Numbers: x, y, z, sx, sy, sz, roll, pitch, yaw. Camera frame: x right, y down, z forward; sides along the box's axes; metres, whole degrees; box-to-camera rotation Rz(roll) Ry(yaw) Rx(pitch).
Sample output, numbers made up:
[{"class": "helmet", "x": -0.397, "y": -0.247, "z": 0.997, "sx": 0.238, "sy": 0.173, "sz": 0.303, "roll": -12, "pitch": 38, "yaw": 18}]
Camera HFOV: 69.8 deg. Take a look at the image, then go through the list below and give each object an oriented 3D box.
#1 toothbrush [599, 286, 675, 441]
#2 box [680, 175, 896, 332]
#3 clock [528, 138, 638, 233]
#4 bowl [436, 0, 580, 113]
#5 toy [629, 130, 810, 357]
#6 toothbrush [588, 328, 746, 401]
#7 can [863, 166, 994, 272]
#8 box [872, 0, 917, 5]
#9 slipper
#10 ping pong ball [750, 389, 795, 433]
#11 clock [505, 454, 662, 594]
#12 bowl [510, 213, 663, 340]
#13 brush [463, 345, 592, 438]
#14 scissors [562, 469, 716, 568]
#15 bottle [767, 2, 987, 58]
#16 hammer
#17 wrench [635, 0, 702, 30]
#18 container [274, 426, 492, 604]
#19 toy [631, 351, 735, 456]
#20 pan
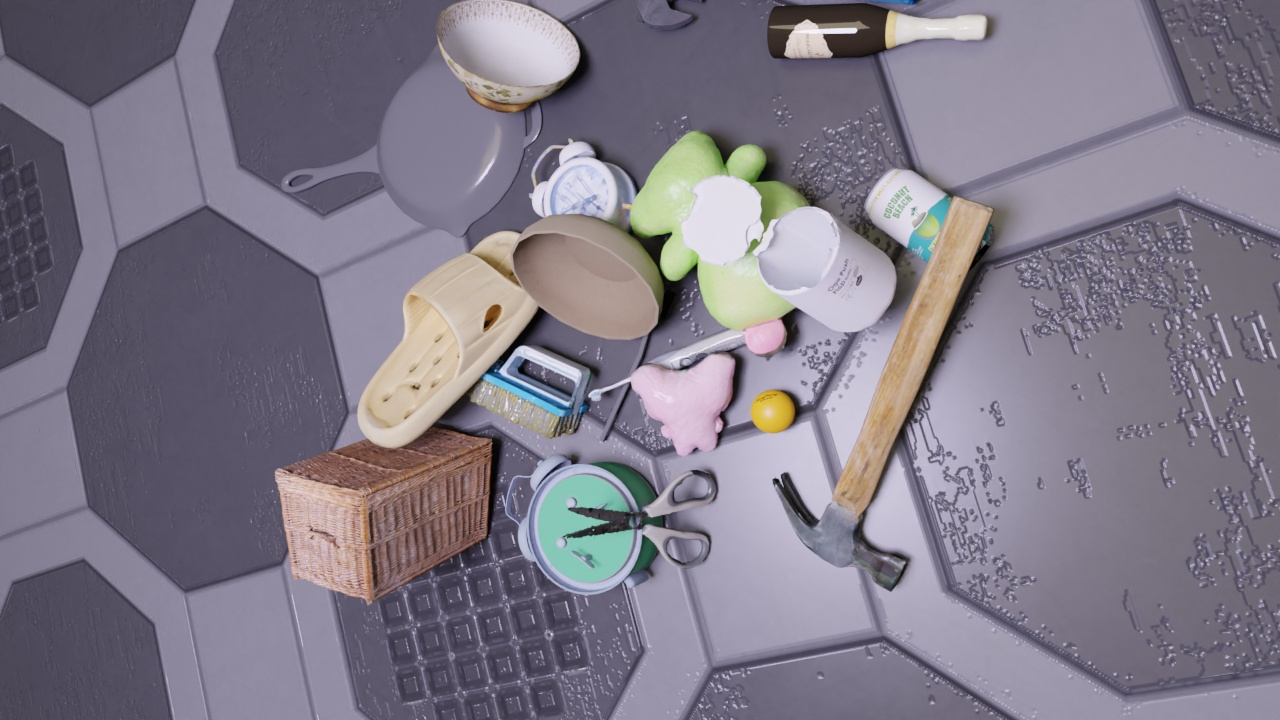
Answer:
[{"class": "toothbrush", "x": -0.005, "y": 0.005, "z": 0.907, "sx": 0.013, "sy": 0.012, "sz": 0.167, "roll": 27, "pitch": 99, "yaw": 14}, {"class": "box", "x": 0.119, "y": -0.086, "z": 0.742, "sx": 0.136, "sy": 0.146, "sz": 0.084, "roll": 37, "pitch": 99, "yaw": 44}, {"class": "clock", "x": -0.060, "y": -0.165, "z": 0.915, "sx": 0.125, "sy": 0.052, "sz": 0.089, "roll": 43, "pitch": 106, "yaw": 22}, {"class": "bowl", "x": -0.136, "y": -0.298, "z": 0.927, "sx": 0.145, "sy": 0.144, "sz": 0.063, "roll": 45, "pitch": 143, "yaw": 18}, {"class": "toy", "x": 0.081, "y": -0.119, "z": 0.825, "sx": 0.197, "sy": 0.107, "sz": 0.150, "roll": 39, "pitch": 90, "yaw": 24}, {"class": "toothbrush", "x": 0.031, "y": 0.001, "z": 0.880, "sx": 0.186, "sy": 0.022, "sz": 0.024, "roll": -21, "pitch": 51, "yaw": 17}, {"class": "can", "x": 0.244, "y": -0.117, "z": 0.778, "sx": 0.101, "sy": 0.054, "sz": 0.055, "roll": 41, "pitch": 104, "yaw": 19}, {"class": "box", "x": 0.134, "y": -0.385, "z": 0.795, "sx": 0.232, "sy": 0.112, "sz": 0.094, "roll": 17, "pitch": 86, "yaw": 21}, {"class": "slipper", "x": -0.193, "y": -0.030, "z": 0.910, "sx": 0.111, "sy": 0.079, "sz": 0.261, "roll": 32, "pitch": 79, "yaw": 26}, {"class": "ping pong ball", "x": 0.120, "y": 0.046, "z": 0.835, "sx": 0.040, "sy": 0.040, "sz": 0.040, "roll": -1, "pitch": 88, "yaw": 23}, {"class": "clock", "x": -0.063, "y": 0.155, "z": 0.894, "sx": 0.162, "sy": 0.075, "sz": 0.122, "roll": 16, "pitch": 95, "yaw": 24}, {"class": "bowl", "x": -0.044, "y": -0.087, "z": 0.868, "sx": 0.152, "sy": 0.152, "sz": 0.050, "roll": 12, "pitch": 58, "yaw": 23}, {"class": "brush", "x": -0.119, "y": 0.021, "z": 0.932, "sx": 0.136, "sy": 0.055, "sz": 0.075, "roll": 23, "pitch": 102, "yaw": 23}, {"class": "scissors", "x": 0.008, "y": 0.138, "z": 0.835, "sx": 0.150, "sy": 0.165, "sz": 0.013, "roll": -54, "pitch": 29, "yaw": -18}, {"class": "bottle", "x": 0.206, "y": -0.289, "z": 0.803, "sx": 0.185, "sy": 0.045, "sz": 0.045, "roll": 7, "pitch": 92, "yaw": 24}, {"class": "hammer", "x": 0.213, "y": 0.025, "z": 0.771, "sx": 0.132, "sy": 0.033, "sz": 0.331, "roll": 27, "pitch": 110, "yaw": 26}, {"class": "wrench", "x": -0.040, "y": -0.421, "z": 0.928, "sx": 0.273, "sy": 0.018, "sz": 0.073, "roll": 44, "pitch": 96, "yaw": 20}, {"class": "container", "x": -0.246, "y": 0.144, "z": 0.908, "sx": 0.114, "sy": 0.198, "sz": 0.113, "roll": 8, "pitch": 104, "yaw": 28}, {"class": "toy", "x": 0.046, "y": 0.043, "z": 0.862, "sx": 0.099, "sy": 0.052, "sz": 0.096, "roll": -10, "pitch": 104, "yaw": 4}, {"class": "pan", "x": -0.270, "y": -0.234, "z": 1.022, "sx": 0.355, "sy": 0.024, "sz": 0.216, "roll": -8, "pitch": 85, "yaw": 23}]
